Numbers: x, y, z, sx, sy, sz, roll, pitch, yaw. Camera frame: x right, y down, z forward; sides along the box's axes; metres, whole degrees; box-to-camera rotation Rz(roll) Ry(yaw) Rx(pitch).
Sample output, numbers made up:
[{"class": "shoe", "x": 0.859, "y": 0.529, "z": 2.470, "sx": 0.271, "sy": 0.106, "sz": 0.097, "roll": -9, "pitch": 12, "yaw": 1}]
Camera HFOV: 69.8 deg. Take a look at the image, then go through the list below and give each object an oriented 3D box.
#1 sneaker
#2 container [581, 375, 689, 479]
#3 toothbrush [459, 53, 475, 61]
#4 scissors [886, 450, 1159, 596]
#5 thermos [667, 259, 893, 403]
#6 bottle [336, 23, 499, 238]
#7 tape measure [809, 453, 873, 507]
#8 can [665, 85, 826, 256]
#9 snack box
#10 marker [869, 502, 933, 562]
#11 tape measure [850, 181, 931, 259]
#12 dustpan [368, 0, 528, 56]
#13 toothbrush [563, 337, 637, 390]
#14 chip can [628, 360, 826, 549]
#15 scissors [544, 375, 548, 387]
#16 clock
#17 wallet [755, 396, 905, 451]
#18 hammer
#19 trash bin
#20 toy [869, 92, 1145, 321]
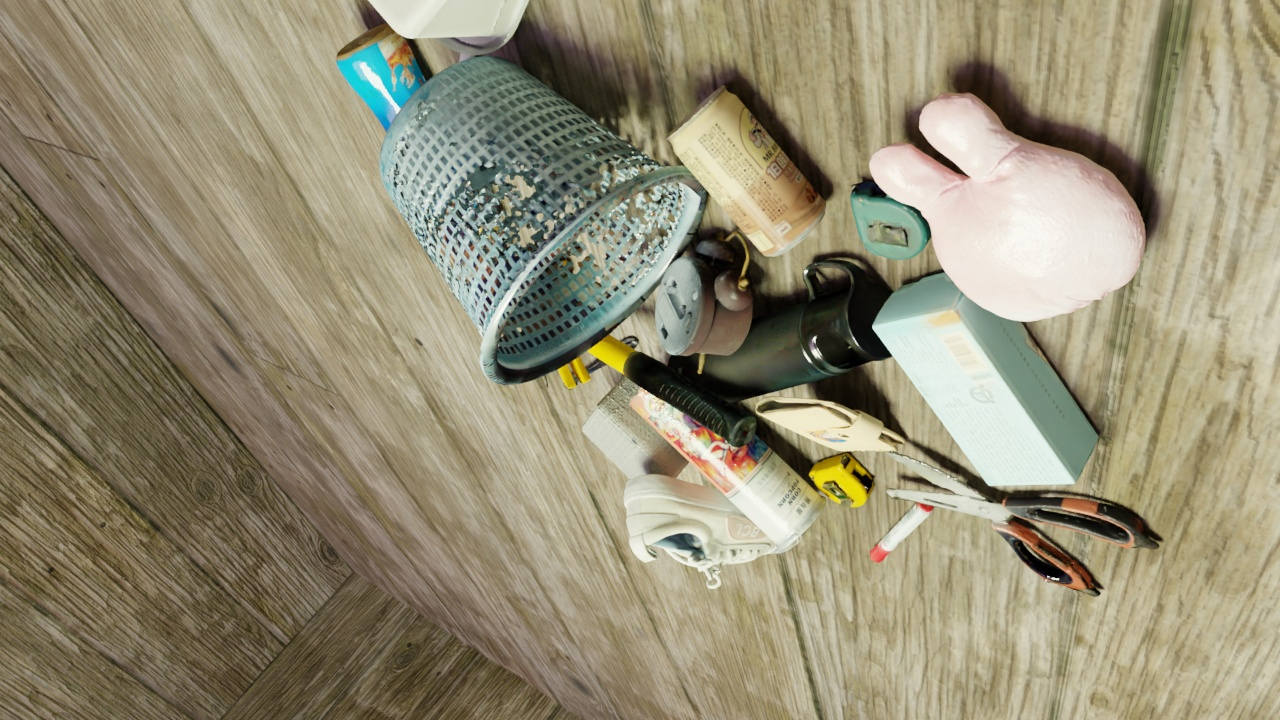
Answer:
[{"class": "sneaker", "x": 0.085, "y": 0.191, "z": 0.978, "sx": 0.242, "sy": 0.090, "sz": 0.090, "roll": 19, "pitch": 148, "yaw": -35}, {"class": "container", "x": 0.006, "y": 0.076, "z": 1.010, "sx": 0.114, "sy": 0.090, "sz": 0.090, "roll": 42, "pitch": 151, "yaw": 3}, {"class": "toothbrush", "x": -0.132, "y": -0.278, "z": 0.740, "sx": 0.029, "sy": 0.020, "sz": 0.190, "roll": 67, "pitch": 156, "yaw": 14}, {"class": "scissors", "x": 0.318, "y": 0.135, "z": 0.784, "sx": 0.227, "sy": 0.015, "sz": 0.189, "roll": 39, "pitch": 150, "yaw": -7}, {"class": "thermos", "x": 0.113, "y": -0.018, "z": 0.784, "sx": 0.243, "sy": 0.068, "sz": 0.090, "roll": -22, "pitch": 82, "yaw": 57}, {"class": "bottle", "x": -0.201, "y": -0.206, "z": 0.873, "sx": 0.065, "sy": 0.065, "sz": 0.219, "roll": 9, "pitch": 139, "yaw": 44}, {"class": "tape measure", "x": 0.199, "y": 0.121, "z": 0.904, "sx": 0.057, "sy": 0.028, "sz": 0.060, "roll": 43, "pitch": 152, "yaw": -8}, {"class": "can", "x": 0.076, "y": -0.133, "z": 0.655, "sx": 0.116, "sy": 0.058, "sz": 0.059, "roll": 47, "pitch": 151, "yaw": -13}, {"class": "snack box", "x": 0.251, "y": 0.016, "z": 0.668, "sx": 0.175, "sy": 0.051, "sz": 0.074, "roll": 50, "pitch": 151, "yaw": -17}, {"class": "marker", "x": 0.259, "y": 0.171, "z": 0.916, "sx": 0.017, "sy": 0.017, "sz": 0.145, "roll": 33, "pitch": 151, "yaw": 12}, {"class": "tape measure", "x": 0.173, "y": -0.095, "z": 0.631, "sx": 0.055, "sy": 0.025, "sz": 0.058, "roll": 13, "pitch": 143, "yaw": 41}, {"class": "dustpan", "x": -0.142, "y": -0.342, "z": 0.641, "sx": 0.222, "sy": 0.142, "sz": 0.258, "roll": 49, "pitch": 123, "yaw": 0}, {"class": "toothbrush", "x": -0.046, "y": 0.003, "z": 1.043, "sx": 0.015, "sy": 0.018, "sz": 0.182, "roll": 49, "pitch": 149, "yaw": -6}, {"class": "chip can", "x": 0.087, "y": 0.093, "z": 0.937, "sx": 0.214, "sy": 0.071, "sz": 0.071, "roll": 43, "pitch": 152, "yaw": 3}, {"class": "scissors", "x": -0.111, "y": -0.033, "z": 1.006, "sx": 0.014, "sy": 0.159, "sz": 0.181, "roll": -6, "pitch": 117, "yaw": -1}, {"class": "clock", "x": 0.057, "y": -0.052, "z": 0.762, "sx": 0.055, "sy": 0.082, "sz": 0.122, "roll": 6, "pitch": 130, "yaw": -25}, {"class": "wallet", "x": 0.170, "y": 0.058, "z": 0.807, "sx": 0.115, "sy": 0.024, "sz": 0.087, "roll": 27, "pitch": 158, "yaw": -36}, {"class": "hammer", "x": -0.005, "y": 0.005, "z": 0.869, "sx": 0.301, "sy": 0.032, "sz": 0.129, "roll": 31, "pitch": 132, "yaw": 45}, {"class": "trash bin", "x": -0.094, "y": -0.126, "z": 0.734, "sx": 0.195, "sy": 0.226, "sz": 0.227, "roll": 47, "pitch": 154, "yaw": 14}, {"class": "toy", "x": 0.218, "y": -0.091, "z": 0.552, "sx": 0.159, "sy": 0.054, "sz": 0.122, "roll": 42, "pitch": 144, "yaw": -6}]
